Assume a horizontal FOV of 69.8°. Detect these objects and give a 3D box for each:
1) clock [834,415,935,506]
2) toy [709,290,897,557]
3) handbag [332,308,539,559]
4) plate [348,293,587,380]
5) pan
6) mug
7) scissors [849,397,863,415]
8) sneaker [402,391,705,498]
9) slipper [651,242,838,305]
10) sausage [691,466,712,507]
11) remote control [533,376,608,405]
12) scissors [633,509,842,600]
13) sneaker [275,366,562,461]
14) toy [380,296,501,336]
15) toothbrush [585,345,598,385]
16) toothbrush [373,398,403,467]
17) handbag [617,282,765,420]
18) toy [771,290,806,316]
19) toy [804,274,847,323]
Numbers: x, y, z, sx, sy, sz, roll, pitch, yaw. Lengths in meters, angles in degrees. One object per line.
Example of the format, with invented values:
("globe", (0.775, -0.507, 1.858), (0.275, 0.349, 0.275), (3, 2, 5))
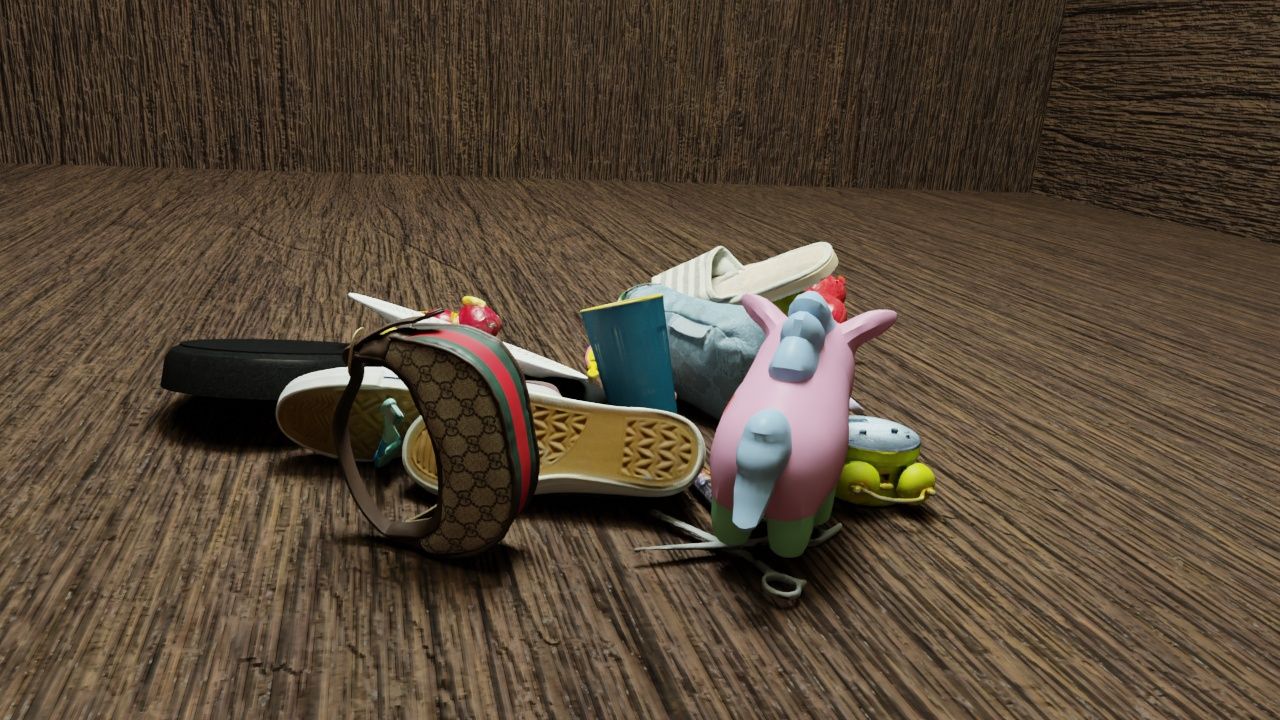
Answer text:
("clock", (0.191, 0.086, 0.755), (0.083, 0.057, 0.119), (1, 17, -10))
("toy", (0.107, 0.038, 0.660), (0.120, 0.171, 0.221), (9, 11, 20))
("handbag", (-0.144, 0.050, 0.619), (0.138, 0.166, 0.063), (-5, 14, 13))
("plate", (-0.168, -0.017, 0.900), (0.242, 0.016, 0.242), (20, 1, 0))
("pan", (-0.262, 0.010, 0.881), (0.355, 0.044, 0.204), (2, 4, -18))
("mug", (-0.005, 0.005, 0.846), (0.078, 0.121, 0.078), (-12, 5, 1))
("scissors", (0.166, -0.002, 0.975), (0.168, 0.014, 0.170), (31, 12, -38))
("sneaker", (-0.066, 0.072, 0.727), (0.235, 0.087, 0.079), (1, -14, 5))
("slipper", (0.097, -0.092, 1.086), (0.273, 0.054, 0.114), (-13, 34, 24))
("sausage", (0.044, 0.092, 0.769), (0.020, 0.020, 0.155), (-2, 18, -18))
("remote control", (-0.062, 0.030, 0.943), (0.041, 0.020, 0.152), (-7, 19, -33))
("scissors", (0.078, 0.132, 0.659), (0.174, 0.014, 0.142), (-4, 19, -31))
("sneaker", (-0.182, 0.030, 0.789), (0.240, 0.118, 0.087), (4, 37, -17))
("toy", (-0.231, -0.036, 1.056), (0.137, 0.067, 0.105), (-4, 22, 1))
("toothbrush", (-0.053, 0.004, 1.039), (0.021, 0.016, 0.135), (1, 15, -2))
("toothbrush", (-0.193, 0.061, 0.704), (0.022, 0.135, 0.017), (-36, 80, -29))
("handbag", (0.043, -0.002, 0.926), (0.118, 0.122, 0.192), (-30, 36, -32))
("toy", (0.146, -0.067, 1.108), (0.092, 0.043, 0.118), (-26, 27, -39))
("toy", (0.236, -0.067, 1.155), (0.088, 0.094, 0.133), (28, 7, -30))
